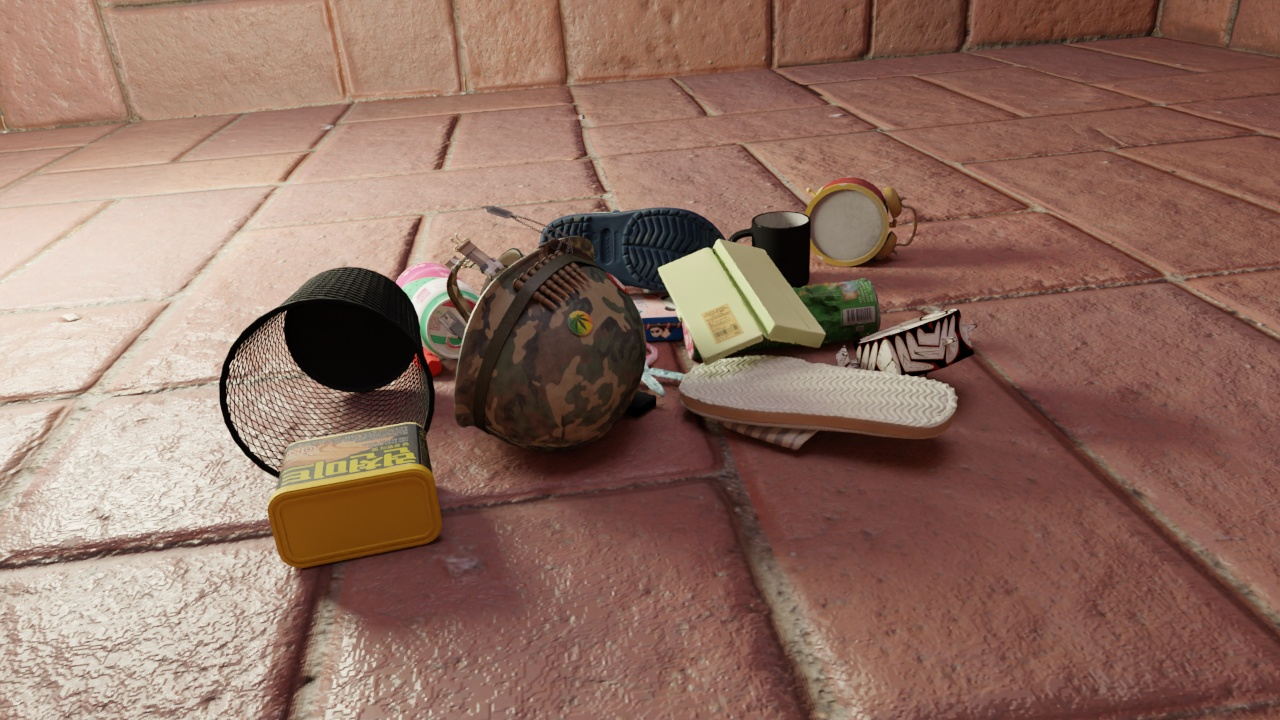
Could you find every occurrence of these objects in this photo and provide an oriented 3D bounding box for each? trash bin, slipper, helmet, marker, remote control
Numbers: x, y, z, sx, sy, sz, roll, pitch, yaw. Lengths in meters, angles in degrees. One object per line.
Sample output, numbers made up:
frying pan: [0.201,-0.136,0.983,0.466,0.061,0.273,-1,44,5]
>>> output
trash bin: [-0.297,0.000,0.917,0.184,0.184,0.210,-8,20,-8]
slipper: [-0.001,-0.142,1.164,0.253,0.105,0.095,8,7,14]
helmet: [-0.107,-0.027,0.899,0.236,0.193,0.223,19,61,6]
marker: [-0.277,-0.015,1.111,0.023,0.021,0.145,-45,38,-10]
remote control: [-0.053,0.032,0.988,0.150,0.013,0.034,15,27,34]
slipper: [0.165,0.042,0.889,0.273,0.054,0.114,6,28,32]

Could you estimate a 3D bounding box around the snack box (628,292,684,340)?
snack box: [0.038,-0.056,1.137,0.154,0.033,0.087,-3,24,1]

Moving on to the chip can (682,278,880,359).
chip can: [0.162,-0.049,1.058,0.223,0.075,0.075,-7,26,-6]

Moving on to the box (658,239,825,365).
box: [0.104,-0.070,0.994,0.140,0.048,0.187,-11,38,-8]

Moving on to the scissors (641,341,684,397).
scissors: [-0.019,0.009,1.016,0.168,0.014,0.170,-3,23,-16]

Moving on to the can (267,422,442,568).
can: [-0.242,0.111,0.788,0.130,0.073,0.101,-10,24,-11]

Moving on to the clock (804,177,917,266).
clock: [0.312,-0.200,1.305,0.159,0.117,0.081,9,25,15]

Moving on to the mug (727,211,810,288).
mug: [0.172,-0.147,1.242,0.113,0.088,0.078,-4,26,-1]

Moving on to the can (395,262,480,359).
can: [-0.241,-0.061,1.110,0.088,0.088,0.166,-15,23,-21]

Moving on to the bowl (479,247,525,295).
bowl: [-0.148,-0.072,1.116,0.059,0.115,0.115,21,13,-30]

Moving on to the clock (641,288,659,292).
clock: [0.053,-0.115,1.244,0.122,0.044,0.091,-9,26,-10]

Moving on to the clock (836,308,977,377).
clock: [0.262,0.000,0.940,0.155,0.065,0.114,-19,1,36]
